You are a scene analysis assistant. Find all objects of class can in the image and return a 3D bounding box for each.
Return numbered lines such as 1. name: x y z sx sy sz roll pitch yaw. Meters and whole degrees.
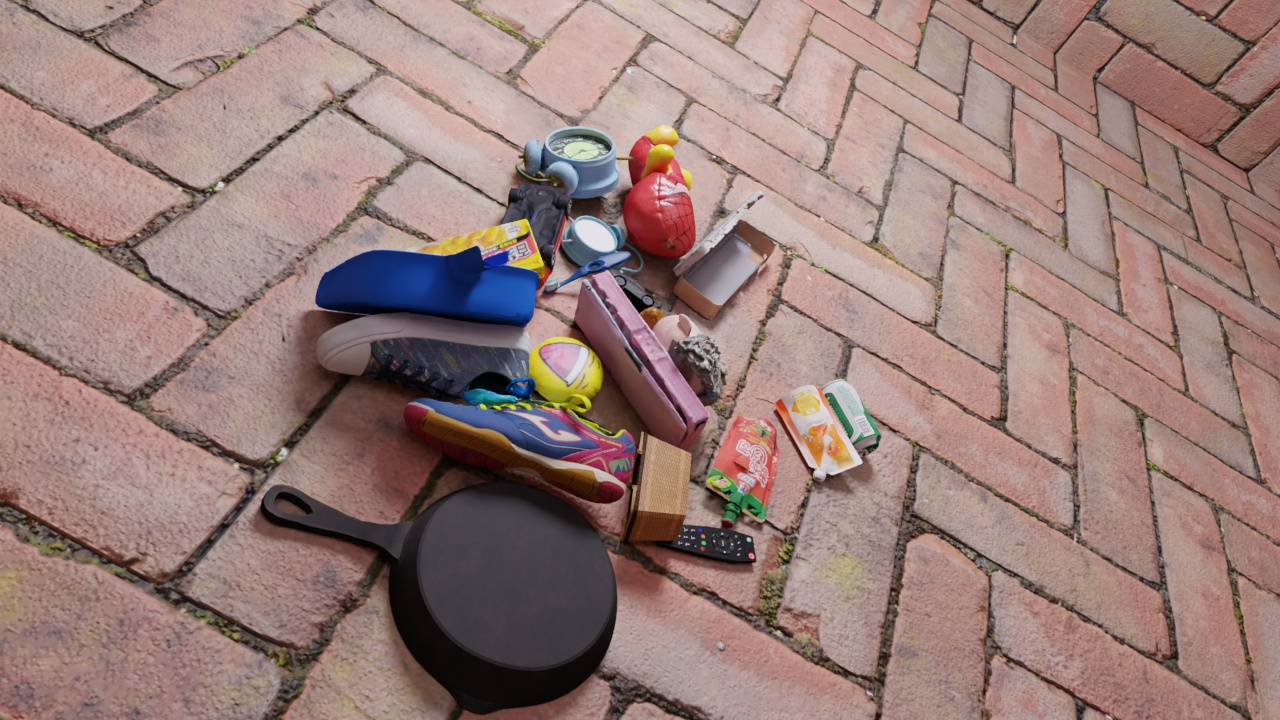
1. can: 0.277 0.078 1.218 0.053 0.053 0.101 -5 55 -33

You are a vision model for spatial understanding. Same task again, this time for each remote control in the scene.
1. remote control: 0.071 0.202 1.020 0.124 0.010 0.039 13 47 -20

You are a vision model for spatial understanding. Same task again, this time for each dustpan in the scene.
1. dustpan: -0.190 -0.075 0.949 0.245 0.258 0.059 6 88 -26

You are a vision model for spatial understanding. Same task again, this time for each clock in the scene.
1. clock: -0.052 -0.153 1.250 0.123 0.042 0.087 21 44 -20
2. clock: -0.100 -0.275 1.293 0.161 0.060 0.118 -28 51 -33

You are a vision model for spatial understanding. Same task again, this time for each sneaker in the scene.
1. sneaker: -0.123 0.074 0.962 0.241 0.116 0.090 20 62 -7
2. sneaker: -0.221 0.004 0.980 0.235 0.088 0.079 1 63 -31

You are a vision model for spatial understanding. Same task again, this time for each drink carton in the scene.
1. drink carton: 0.229 0.094 1.186 0.069 0.039 0.122 -19 61 -12

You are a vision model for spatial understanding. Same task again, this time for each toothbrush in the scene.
1. toothbrush: -0.068 -0.117 1.191 0.132 0.016 0.021 -26 64 -21

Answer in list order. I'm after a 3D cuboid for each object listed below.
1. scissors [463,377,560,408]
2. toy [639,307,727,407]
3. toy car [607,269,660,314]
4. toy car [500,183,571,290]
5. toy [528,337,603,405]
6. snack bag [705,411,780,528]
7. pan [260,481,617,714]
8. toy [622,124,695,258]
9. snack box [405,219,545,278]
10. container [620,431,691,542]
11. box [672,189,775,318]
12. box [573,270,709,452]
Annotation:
1. scissors: -0.117 0.041 0.984 0.133 0.104 0.015 13 63 -39
2. toy: 0.051 -0.007 1.127 0.076 0.133 0.176 -15 44 -23
3. toy car: -0.012 -0.083 1.203 0.092 0.042 0.036 35 46 3
4. toy car: -0.141 -0.163 1.181 0.081 0.056 0.188 9 48 1
5. toy: -0.088 0.012 1.075 0.094 0.041 0.095 27 46 -1
6. snack bag: 0.123 0.136 1.096 0.087 0.044 0.154 37 48 -11
7. pan: -0.179 0.185 0.866 0.356 0.043 0.248 23 44 -11
8. toy: 0.029 -0.231 1.312 0.215 0.099 0.147 -88 154 -43
9. snack box: -0.197 -0.116 1.092 0.152 0.025 0.075 -16 63 -10
10. container: 0.018 0.141 0.997 0.061 0.063 0.113 12 46 -4
11. box: 0.130 -0.149 1.323 0.108 0.095 0.215 56 42 -11
12. box: -0.008 0.007 1.092 0.046 0.098 0.232 -20 65 -33
